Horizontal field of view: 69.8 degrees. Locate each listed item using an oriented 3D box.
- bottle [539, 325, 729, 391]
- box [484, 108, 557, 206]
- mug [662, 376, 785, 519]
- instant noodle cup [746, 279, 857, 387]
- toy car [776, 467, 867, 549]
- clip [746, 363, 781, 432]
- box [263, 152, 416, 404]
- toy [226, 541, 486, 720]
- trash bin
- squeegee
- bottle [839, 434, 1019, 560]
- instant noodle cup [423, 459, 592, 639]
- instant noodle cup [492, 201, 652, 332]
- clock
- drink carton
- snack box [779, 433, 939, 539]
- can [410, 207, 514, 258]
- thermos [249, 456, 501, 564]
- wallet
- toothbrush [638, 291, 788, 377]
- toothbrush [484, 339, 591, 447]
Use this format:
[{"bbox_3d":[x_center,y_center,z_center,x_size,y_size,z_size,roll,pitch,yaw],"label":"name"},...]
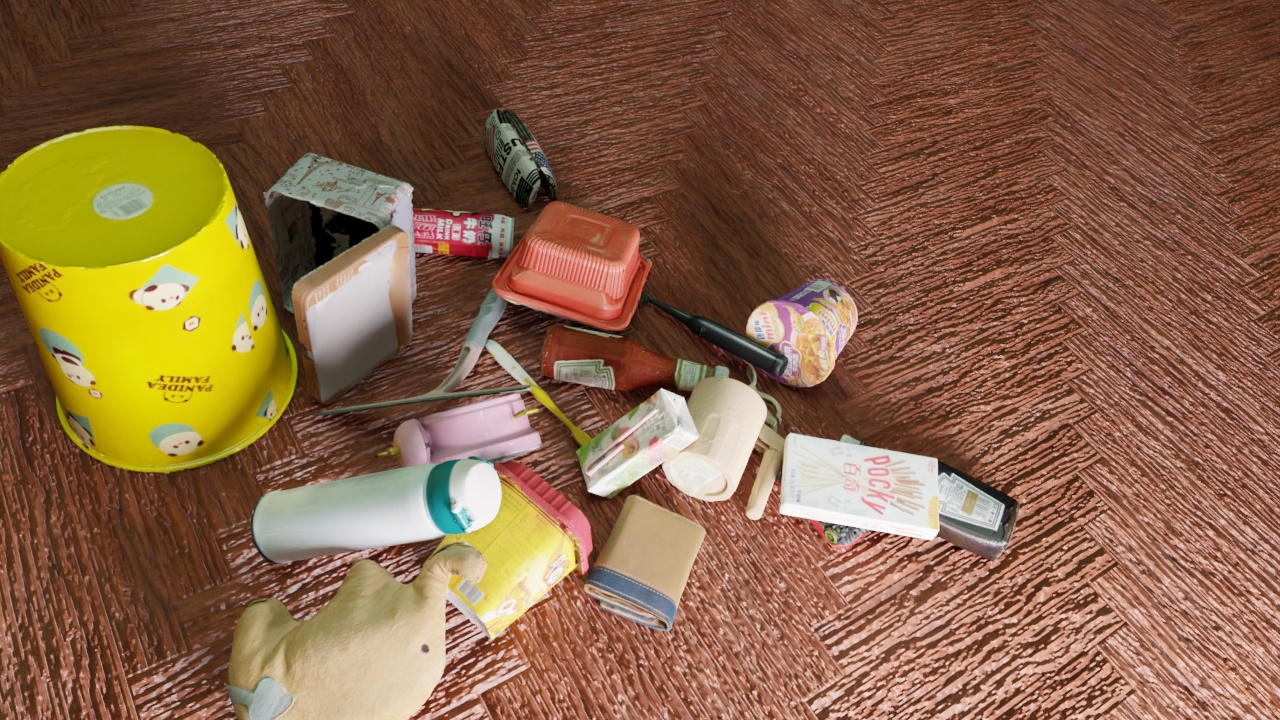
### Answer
[{"bbox_3d":[-0.006,0.006,1.012,0.206,0.060,0.059,10,50,2],"label":"bottle"},{"bbox_3d":[-0.149,-0.275,1.221,0.080,0.075,0.163,-8,50,-29],"label":"box"},{"bbox_3d":[0.092,0.094,0.959,0.124,0.084,0.103,38,51,-13],"label":"mug"},{"bbox_3d":[0.195,-0.038,1.068,0.111,0.112,0.099,35,43,18],"label":"instant noodle cup"},{"bbox_3d":[0.187,0.147,0.953,0.049,0.031,0.106,-32,65,-25],"label":"toy car"},{"bbox_3d":[0.123,0.046,1.026,0.061,0.034,0.097,-19,51,-23],"label":"clip"},{"bbox_3d":[-0.320,-0.073,0.948,0.156,0.183,0.191,18,47,5],"label":"box"},{"bbox_3d":[-0.221,0.233,0.748,0.226,0.082,0.143,-22,78,-6],"label":"toy"},{"bbox_3d":[-0.459,-0.061,0.859,0.229,0.256,0.229,5,49,-6],"label":"trash bin"},{"bbox_3d":[-0.189,-0.013,0.999,0.248,0.040,0.248,-8,32,21],"label":"squeegee"},{"bbox_3d":[0.298,0.137,0.976,0.195,0.044,0.079,26,51,12],"label":"bottle"},{"bbox_3d":[-0.121,0.174,0.830,0.116,0.116,0.123,36,65,19],"label":"instant noodle cup"},{"bbox_3d":[-0.071,-0.121,1.082,0.164,0.079,0.188,17,34,1],"label":"instant noodle cup"},{"bbox_3d":[-0.177,0.076,0.889,0.158,0.117,0.060,-16,90,-2],"label":"clock"},{"bbox_3d":[-0.006,0.084,0.915,0.045,0.123,0.053,27,34,-47],"label":"drink carton"},{"bbox_3d":[0.222,0.127,0.934,0.157,0.027,0.084,9,55,3],"label":"snack box"},{"bbox_3d":[-0.221,-0.154,1.114,0.132,0.053,0.053,4,50,-8],"label":"can"},{"bbox_3d":[-0.228,0.129,0.799,0.225,0.073,0.073,-12,47,20],"label":"thermos"},{"bbox_3d":[0.006,0.193,0.883,0.090,0.033,0.115,23,49,5],"label":"wallet"},{"bbox_3d":[0.075,-0.037,1.078,0.213,0.026,0.027,28,43,24],"label":"toothbrush"},{"bbox_3d":[-0.112,0.038,1.002,0.016,0.018,0.191,-32,60,-28],"label":"toothbrush"}]
